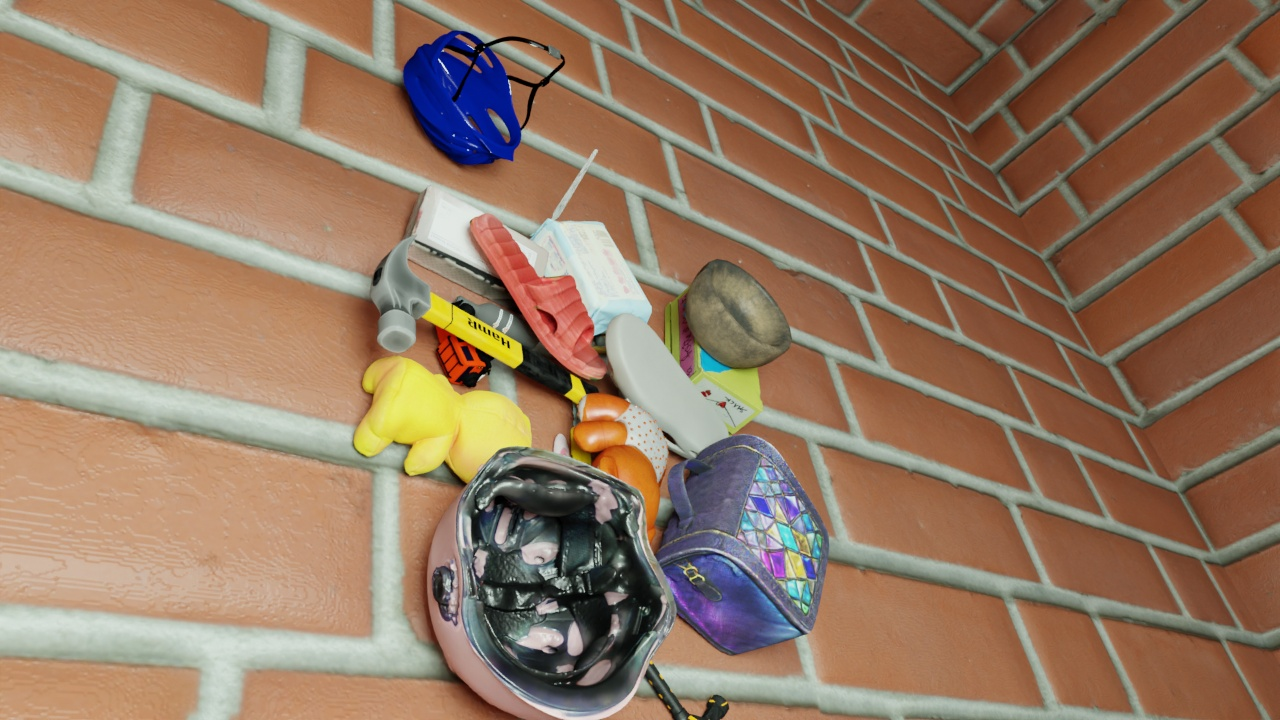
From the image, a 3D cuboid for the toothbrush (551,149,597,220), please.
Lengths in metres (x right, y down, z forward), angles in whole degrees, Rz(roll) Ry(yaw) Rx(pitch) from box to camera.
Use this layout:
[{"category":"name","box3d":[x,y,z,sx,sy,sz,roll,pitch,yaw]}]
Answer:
[{"category":"toothbrush","box3d":[-0.104,-0.212,1.227,0.010,0.182,0.010,46,38,9]}]

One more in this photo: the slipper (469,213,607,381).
[{"category":"slipper","box3d":[-0.111,-0.084,1.110,0.249,0.059,0.103,54,15,-5]}]

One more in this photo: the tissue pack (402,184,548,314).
[{"category":"tissue pack","box3d":[-0.209,-0.137,1.159,0.181,0.071,0.103,24,57,-26]}]

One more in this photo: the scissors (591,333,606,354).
[{"category":"scissors","box3d":[-0.030,-0.031,1.274,0.227,0.016,0.133,24,40,-31]}]

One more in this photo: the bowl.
[{"category":"bowl","box3d":[0.128,-0.057,1.266,0.162,0.070,0.162,32,34,-25]}]

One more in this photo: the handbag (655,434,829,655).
[{"category":"handbag","box3d":[0.109,0.207,1.074,0.222,0.126,0.204,51,34,-15]}]

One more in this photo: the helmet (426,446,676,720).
[{"category":"helmet","box3d":[-0.099,0.216,0.848,0.229,0.153,0.255,14,49,-41]}]

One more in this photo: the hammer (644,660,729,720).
[{"category":"hammer","box3d":[-0.027,0.279,0.970,0.320,0.036,0.123,54,37,5]}]

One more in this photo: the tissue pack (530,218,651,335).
[{"category":"tissue pack","box3d":[-0.067,-0.109,1.236,0.111,0.070,0.181,-5,60,-50]}]

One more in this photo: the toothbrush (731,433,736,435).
[{"category":"toothbrush","box3d":[0.073,0.091,1.266,0.184,0.016,0.015,14,47,-39]}]

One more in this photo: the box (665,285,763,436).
[{"category":"box","box3d":[0.102,-0.005,1.326,0.124,0.082,0.220,32,32,-25]}]

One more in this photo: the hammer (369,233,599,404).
[{"category":"hammer","box3d":[-0.161,-0.021,1.029,0.324,0.034,0.169,33,30,-38]}]

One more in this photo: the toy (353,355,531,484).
[{"category":"toy","box3d":[-0.194,0.061,0.957,0.193,0.088,0.134,28,36,-24]}]

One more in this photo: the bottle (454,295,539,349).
[{"category":"bottle","box3d":[-0.176,-0.050,1.128,0.113,0.030,0.030,27,40,-26]}]

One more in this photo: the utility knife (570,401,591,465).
[{"category":"utility knife","box3d":[-0.069,0.112,1.095,0.030,0.019,0.218,26,45,-35]}]

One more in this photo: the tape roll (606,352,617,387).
[{"category":"tape roll","box3d":[-0.007,0.007,1.242,0.093,0.013,0.093,20,59,-38]}]

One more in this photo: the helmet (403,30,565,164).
[{"category":"helmet","box3d":[-0.210,-0.381,1.240,0.147,0.228,0.241,9,51,-54]}]

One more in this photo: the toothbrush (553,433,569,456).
[{"category":"toothbrush","box3d":[-0.087,0.141,1.053,0.021,0.016,0.134,20,41,-33]}]

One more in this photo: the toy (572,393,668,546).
[{"category":"toy","box3d":[-0.020,0.131,1.049,0.164,0.093,0.172,60,20,-28]}]

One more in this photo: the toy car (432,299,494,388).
[{"category":"toy car","box3d":[-0.207,-0.018,1.047,0.048,0.051,0.100,-4,59,-50]}]

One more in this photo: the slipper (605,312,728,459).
[{"category":"slipper","box3d":[0.020,0.055,1.175,0.266,0.081,0.112,47,38,-33]}]
